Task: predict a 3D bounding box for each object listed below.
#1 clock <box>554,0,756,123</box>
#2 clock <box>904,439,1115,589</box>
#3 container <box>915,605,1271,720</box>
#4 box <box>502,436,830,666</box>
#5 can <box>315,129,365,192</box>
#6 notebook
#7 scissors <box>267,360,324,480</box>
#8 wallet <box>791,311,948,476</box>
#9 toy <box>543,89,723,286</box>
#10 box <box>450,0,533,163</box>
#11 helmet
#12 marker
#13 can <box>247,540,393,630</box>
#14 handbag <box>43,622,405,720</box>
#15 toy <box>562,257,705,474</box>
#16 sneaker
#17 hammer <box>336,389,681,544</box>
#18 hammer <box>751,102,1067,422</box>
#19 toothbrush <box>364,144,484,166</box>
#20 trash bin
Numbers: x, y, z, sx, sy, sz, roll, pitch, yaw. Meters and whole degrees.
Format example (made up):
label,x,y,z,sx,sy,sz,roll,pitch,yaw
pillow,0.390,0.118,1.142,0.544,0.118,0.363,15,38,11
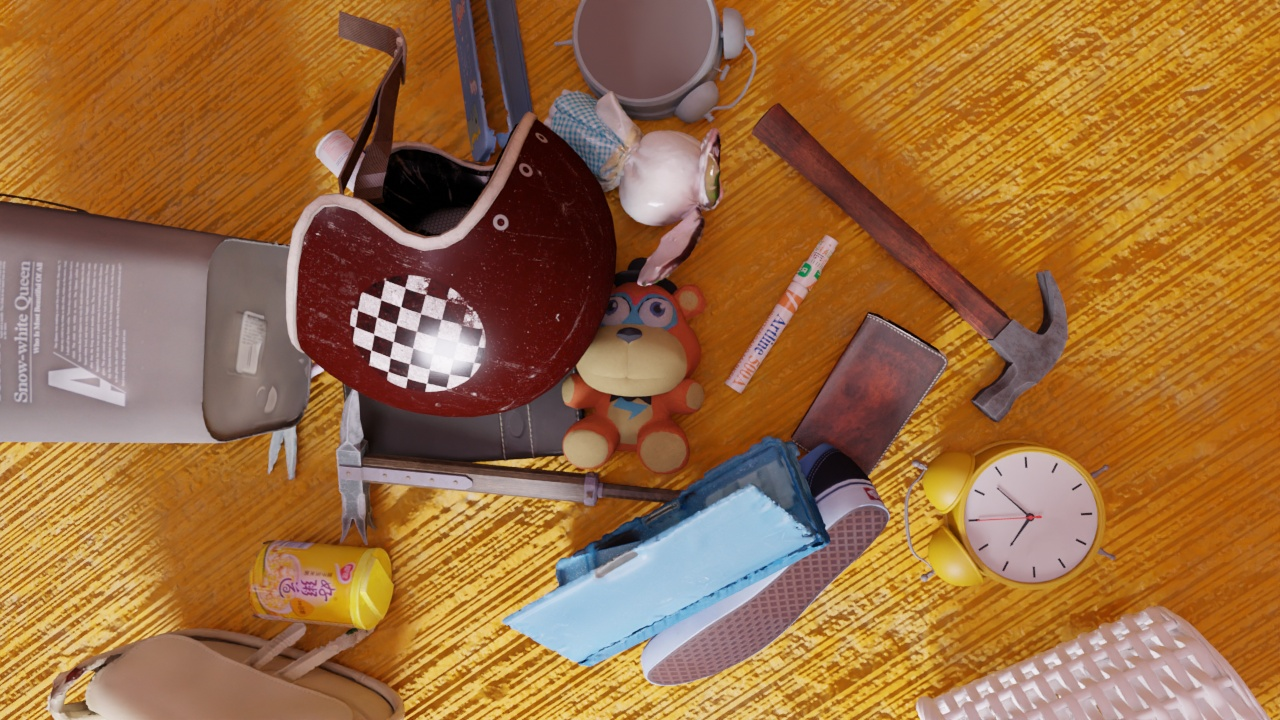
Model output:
label,x,y,z,sx,sy,sz,roll,pitch,yaw
clock,0.017,-0.258,0.751,0.159,0.045,0.122,26,94,8
clock,0.282,0.120,0.711,0.152,0.052,0.113,-4,89,4
container,0.321,0.293,0.636,0.187,0.189,0.189,-25,86,5
box,0.009,0.137,0.677,0.232,0.110,0.094,-33,52,23
can,-0.235,-0.156,0.790,0.095,0.032,0.032,44,95,6
notebook,-0.154,0.006,0.782,0.209,0.029,0.169,-6,89,6
scissors,-0.292,0.024,0.795,0.108,0.016,0.179,-1,90,23
wallet,0.179,0.030,0.725,0.072,0.019,0.123,32,108,7
toy,-0.005,-0.153,0.739,0.205,0.105,0.131,38,115,30
box,-0.139,-0.270,0.762,0.064,0.069,0.210,-11,88,14
helmet,-0.143,-0.085,0.659,0.253,0.233,0.234,17,113,-7
marker,0.116,-0.038,0.751,0.017,0.017,0.145,34,94,6
can,-0.269,0.188,0.775,0.105,0.067,0.067,3,90,8
handbag,-0.315,0.269,0.733,0.229,0.184,0.132,14,89,24
toy,-0.004,0.004,0.730,0.112,0.096,0.175,1,63,9
sneaker,0.086,0.160,0.738,0.242,0.083,0.098,-46,41,16
hammer,-0.094,0.097,0.757,0.317,0.028,0.147,5,114,2
hammer,0.209,-0.094,0.728,0.300,0.028,0.111,43,95,3
toothbrush,-0.160,-0.168,0.791,0.167,0.013,0.013,11,91,10
trash bin,-0.397,-0.024,0.724,0.220,0.197,0.197,5,94,9
